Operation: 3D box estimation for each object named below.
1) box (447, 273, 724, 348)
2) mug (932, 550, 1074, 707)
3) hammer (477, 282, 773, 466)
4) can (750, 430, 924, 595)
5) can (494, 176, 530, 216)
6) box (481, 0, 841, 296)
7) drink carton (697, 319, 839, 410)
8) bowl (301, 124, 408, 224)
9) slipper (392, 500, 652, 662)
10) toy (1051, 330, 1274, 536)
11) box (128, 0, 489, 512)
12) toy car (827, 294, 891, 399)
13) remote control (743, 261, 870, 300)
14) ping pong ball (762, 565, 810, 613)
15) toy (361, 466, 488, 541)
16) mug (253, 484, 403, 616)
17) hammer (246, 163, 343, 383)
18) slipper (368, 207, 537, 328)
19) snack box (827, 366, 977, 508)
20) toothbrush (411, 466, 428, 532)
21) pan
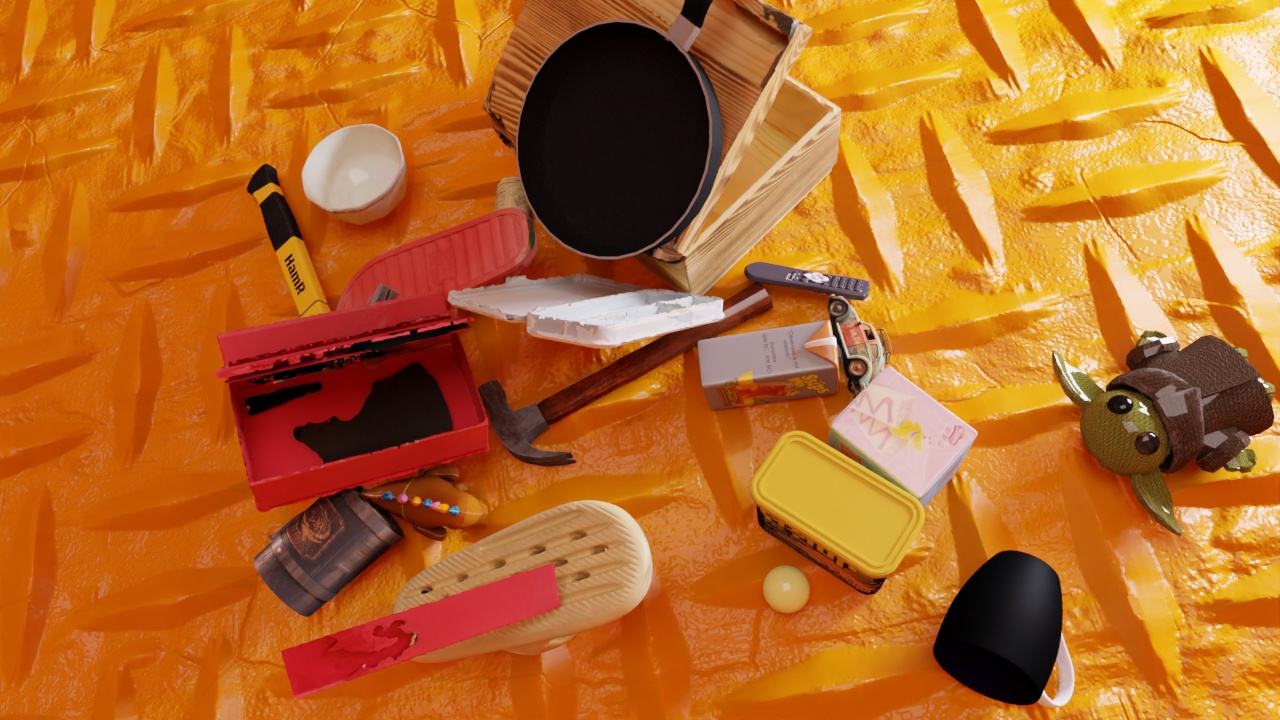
[{"bbox_3d":[-0.046,-0.048,0.840,0.190,0.208,0.038,11,105,30],"label":"box"},{"bbox_3d":[0.304,0.217,0.732,0.119,0.085,0.100,41,61,-7],"label":"mug"},{"bbox_3d":[-0.005,0.005,0.901,0.300,0.028,0.111,-28,63,-5],"label":"hammer"},{"bbox_3d":[0.162,0.132,0.773,0.131,0.101,0.072,31,73,21],"label":"can"},{"bbox_3d":[-0.139,-0.156,0.991,0.038,0.038,0.079,-2,65,8],"label":"can"},{"bbox_3d":[0.004,-0.250,0.894,0.279,0.264,0.269,41,79,21],"label":"box"},{"bbox_3d":[0.121,0.006,0.856,0.125,0.076,0.048,-9,64,10],"label":"drink carton"},{"bbox_3d":[-0.311,-0.199,1.026,0.117,0.061,0.117,-4,64,7],"label":"bowl"},{"bbox_3d":[-0.098,0.201,0.801,0.262,0.079,0.111,-21,57,19],"label":"slipper"},{"bbox_3d":[0.454,0.042,0.781,0.152,0.078,0.179,-24,67,-2],"label":"toy"},{"bbox_3d":[-0.295,-0.113,0.838,0.214,0.138,0.467,-14,79,-18],"label":"box"},{"bbox_3d":[0.209,-0.013,0.864,0.047,0.047,0.111,-14,65,3],"label":"toy car"},{"bbox_3d":[0.164,-0.081,0.909,0.124,0.009,0.046,12,28,15],"label":"remote control"},{"bbox_3d":[0.125,0.195,0.784,0.040,0.040,0.040,-4,65,7],"label":"ping pong ball"},{"bbox_3d":[-0.194,0.129,0.831,0.090,0.103,0.070,5,82,42],"label":"toy"},{"bbox_3d":[-0.294,0.163,0.854,0.107,0.080,0.116,-42,38,-10],"label":"mug"},{"bbox_3d":[-0.368,-0.105,0.992,0.170,0.034,0.324,-39,58,11],"label":"hammer"},{"bbox_3d":[-0.209,-0.078,0.955,0.249,0.059,0.103,-25,61,14],"label":"slipper"},{"bbox_3d":[0.223,0.075,0.795,0.079,0.093,0.095,-43,66,-12],"label":"snack box"},{"bbox_3d":[-0.211,0.078,0.907,0.015,0.016,0.184,2,67,3],"label":"toothbrush"},{"bbox_3d":[0.021,-0.248,0.782,0.204,0.044,0.357,46,117,19],"label":"pan"}]
